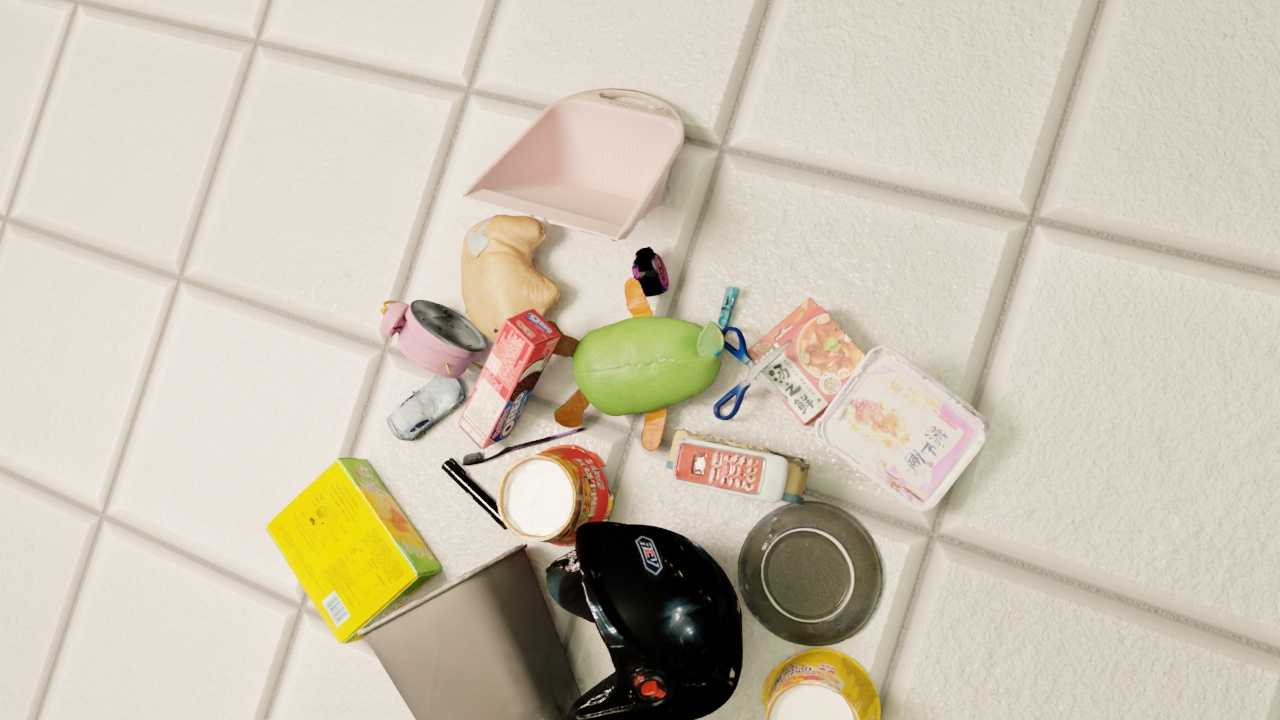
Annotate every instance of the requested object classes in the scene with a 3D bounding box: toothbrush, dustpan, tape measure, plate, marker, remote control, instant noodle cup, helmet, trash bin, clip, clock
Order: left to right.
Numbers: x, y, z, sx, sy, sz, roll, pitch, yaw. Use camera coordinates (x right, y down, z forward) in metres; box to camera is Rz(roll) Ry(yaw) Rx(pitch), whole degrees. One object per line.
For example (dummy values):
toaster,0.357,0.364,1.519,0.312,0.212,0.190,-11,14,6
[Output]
clock,-0.291,-0.039,1.269,0.158,0.117,0.060,40,107,15
marker,-0.226,0.184,1.273,0.132,0.020,0.022,40,96,18
trash bin,-0.200,0.379,1.165,0.199,0.198,0.219,-30,84,13
toothbrush,-0.163,0.116,1.265,0.189,0.014,0.016,-17,67,14
instant noodle cup,-0.118,0.178,1.195,0.138,0.108,0.138,-2,84,17
dustpan,-0.068,-0.270,1.181,0.223,0.272,0.139,17,114,15
helmet,0.005,0.305,1.070,0.230,0.275,0.233,-12,39,-5
tape measure,0.011,-0.113,1.213,0.039,0.057,0.057,-15,57,16
clip,0.114,-0.070,1.198,0.013,0.038,0.055,18,99,18
remote control,0.105,0.129,1.086,0.136,0.020,0.056,10,83,19
plate,0.207,0.264,1.132,0.180,0.024,0.179,-2,84,17
instant noodle cup,0.207,0.417,1.071,0.138,0.109,0.138,-2,84,17
instant noodle cup,0.303,0.076,1.083,0.173,0.060,0.138,36,95,-6

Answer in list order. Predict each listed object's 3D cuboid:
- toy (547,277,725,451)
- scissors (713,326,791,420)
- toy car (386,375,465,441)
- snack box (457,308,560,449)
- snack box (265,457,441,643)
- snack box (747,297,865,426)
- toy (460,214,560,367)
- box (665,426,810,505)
toy,-0.007,0.007,1.189,0.247,0.089,0.227,-7,96,13
scissors,0.133,0.016,1.143,0.163,0.012,0.175,-63,35,30
toy car,-0.304,0.066,1.302,0.121,0.036,0.054,-37,75,7
snack box,-0.176,0.027,1.207,0.058,0.057,0.208,43,128,15
snack box,-0.405,0.264,1.292,0.158,0.070,0.210,-42,74,9
snack box,0.208,-0.001,1.148,0.113,0.044,0.127,-42,74,9
toy,-0.179,-0.089,1.257,0.144,0.082,0.226,-17,82,24
box,0.127,0.132,1.136,0.184,0.089,0.059,15,84,21
